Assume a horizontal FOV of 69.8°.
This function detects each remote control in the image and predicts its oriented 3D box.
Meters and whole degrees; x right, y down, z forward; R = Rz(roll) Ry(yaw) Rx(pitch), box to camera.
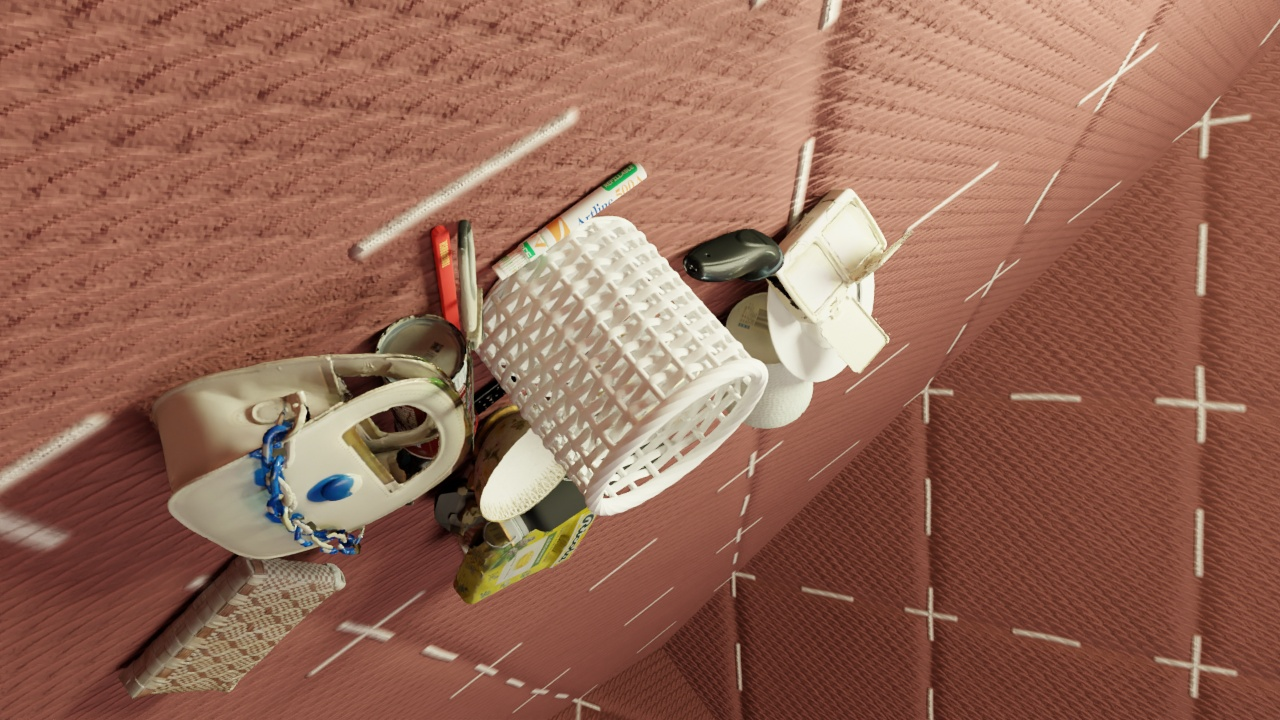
[{"bbox_3d":[-0.170,0.052,0.896,0.140,0.009,0.030,-38,160,-5],"label":"remote control"}]

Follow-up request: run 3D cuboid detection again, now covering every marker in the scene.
[{"bbox_3d":[-0.057,-0.112,0.739,0.145,0.017,0.017,-37,160,-8],"label":"marker"}]

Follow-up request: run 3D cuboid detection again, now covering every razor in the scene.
[{"bbox_3d":[0.096,-0.104,0.972,0.140,0.053,0.064,-18,143,-42],"label":"razor"}]

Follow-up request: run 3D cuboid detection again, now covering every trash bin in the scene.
[{"bbox_3d":[0.165,-0.003,1.204,0.133,0.133,0.161,-35,154,-12],"label":"trash bin"}]

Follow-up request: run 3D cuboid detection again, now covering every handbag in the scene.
[{"bbox_3d":[-0.391,0.254,0.886,0.186,0.047,0.124,-43,152,9],"label":"handbag"},{"bbox_3d":[-0.219,0.071,0.656,0.199,0.093,0.201,-19,155,-4],"label":"handbag"}]

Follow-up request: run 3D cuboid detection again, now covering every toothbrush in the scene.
[{"bbox_3d":[-0.150,-0.036,0.736,0.012,0.018,0.213,-31,158,-22],"label":"toothbrush"}]

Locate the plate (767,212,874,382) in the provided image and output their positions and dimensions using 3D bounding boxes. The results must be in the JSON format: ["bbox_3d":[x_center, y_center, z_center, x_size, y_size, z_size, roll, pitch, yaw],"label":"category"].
[{"bbox_3d":[0.228,-0.076,1.118,0.208,0.015,0.209,-9,103,-41],"label":"plate"}]

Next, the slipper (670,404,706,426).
[{"bbox_3d":[-0.015,0.106,1.183,0.271,0.054,0.115,-22,176,-42],"label":"slipper"}]

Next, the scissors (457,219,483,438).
[{"bbox_3d":[-0.124,-0.024,0.674,0.012,0.171,0.158,-4,110,-5],"label":"scissors"}]

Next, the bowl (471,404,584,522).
[{"bbox_3d":[-0.129,0.093,0.957,0.145,0.063,0.145,-39,151,-26],"label":"bowl"}]

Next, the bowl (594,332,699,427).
[{"bbox_3d":[-0.006,0.006,0.978,0.118,0.118,0.074,-35,117,-12],"label":"bowl"}]

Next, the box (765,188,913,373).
[{"bbox_3d":[0.253,-0.087,1.045,0.143,0.184,0.099,-48,-156,-11],"label":"box"}]

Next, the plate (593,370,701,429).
[{"bbox_3d":[0.012,0.042,1.112,0.229,0.021,0.230,-27,173,-4],"label":"plate"}]

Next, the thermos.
[{"bbox_3d":[-0.077,0.141,1.045,0.231,0.061,0.061,-32,158,-15],"label":"thermos"}]

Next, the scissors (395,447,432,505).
[{"bbox_3d":[-0.196,0.092,0.806,0.136,0.019,0.138,-18,-153,44],"label":"scissors"}]

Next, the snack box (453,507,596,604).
[{"bbox_3d":[-0.136,0.225,1.121,0.180,0.045,0.121,-17,146,-46],"label":"snack box"}]

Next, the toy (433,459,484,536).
[{"bbox_3d":[-0.183,0.141,1.000,0.076,0.062,0.100,19,103,-43],"label":"toy"}]

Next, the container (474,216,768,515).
[{"bbox_3d":[-0.020,0.004,0.800,0.189,0.187,0.190,-34,159,-15],"label":"container"}]

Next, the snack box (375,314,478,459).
[{"bbox_3d":[-0.172,0.023,0.746,0.072,0.072,0.121,-31,157,-22],"label":"snack box"}]

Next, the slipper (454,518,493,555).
[{"bbox_3d":[-0.176,0.212,1.161,0.114,0.052,0.264,-29,158,-23],"label":"slipper"}]
